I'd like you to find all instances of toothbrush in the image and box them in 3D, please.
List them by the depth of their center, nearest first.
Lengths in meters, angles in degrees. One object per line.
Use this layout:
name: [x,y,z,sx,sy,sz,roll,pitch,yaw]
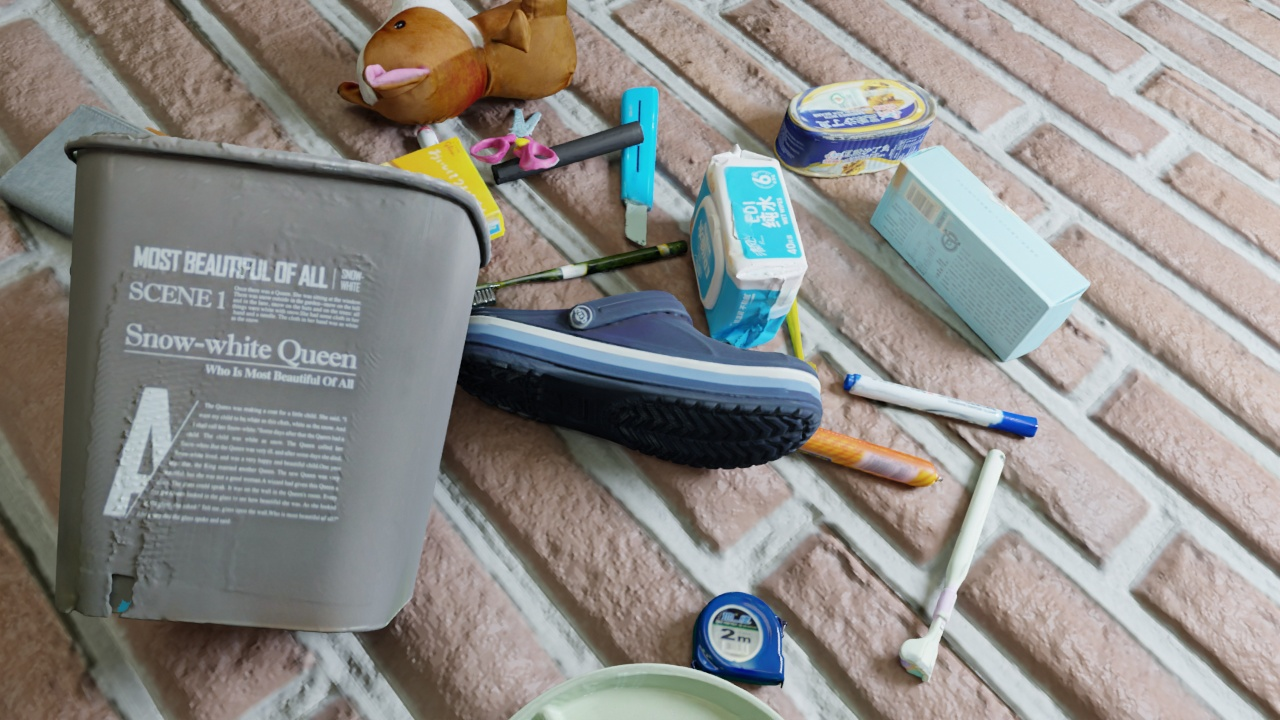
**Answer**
toothbrush: [0.216,0.130,0.621,0.029,0.020,0.189,47,55,-15]
toothbrush: [-0.046,-0.068,0.716,0.185,0.012,0.017,-15,66,-19]
toothbrush: [0.119,-0.054,0.730,0.015,0.017,0.189,2,56,-9]

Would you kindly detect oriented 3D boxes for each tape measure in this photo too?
tape measure: [0.060,0.171,0.562,0.058,0.025,0.054,11,53,-7]

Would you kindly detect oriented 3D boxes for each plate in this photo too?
plate: [0.005,0.274,0.463,0.230,0.028,0.229,6,63,-13]

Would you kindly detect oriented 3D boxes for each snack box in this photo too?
snack box: [-0.184,-0.109,0.695,0.140,0.034,0.087,-23,62,-15]
snack box: [0.269,-0.089,0.745,0.051,0.074,0.175,-25,64,-24]

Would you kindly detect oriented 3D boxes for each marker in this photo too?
marker: [0.225,0.033,0.689,0.146,0.017,0.016,14,55,0]
marker: [-0.155,-0.136,0.740,0.017,0.017,0.145,-15,60,-19]
marker: [-0.060,-0.174,0.768,0.132,0.022,0.020,-19,97,-11]

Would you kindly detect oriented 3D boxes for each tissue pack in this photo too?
tissue pack: [0.076,-0.085,0.700,0.063,0.090,0.139,-1,57,-11]

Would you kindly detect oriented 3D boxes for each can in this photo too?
can: [0.195,-0.212,0.831,0.148,0.049,0.074,-11,59,-17]

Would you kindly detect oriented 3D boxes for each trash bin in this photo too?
trash bin: [-0.192,0.019,0.492,0.199,0.199,0.219,6,82,-6]

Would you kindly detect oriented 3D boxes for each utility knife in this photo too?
utility knife: [-0.001,-0.170,0.789,0.034,0.018,0.185,5,57,-7]

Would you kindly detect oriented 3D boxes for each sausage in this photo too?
sausage: [0.135,0.061,0.652,0.165,0.021,0.021,17,55,2]

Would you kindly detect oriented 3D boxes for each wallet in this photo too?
wallet: [-0.389,-0.131,0.685,0.130,0.037,0.106,28,67,9]

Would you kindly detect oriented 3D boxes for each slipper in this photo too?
slipper: [-0.004,0.004,0.617,0.253,0.105,0.095,10,64,9]

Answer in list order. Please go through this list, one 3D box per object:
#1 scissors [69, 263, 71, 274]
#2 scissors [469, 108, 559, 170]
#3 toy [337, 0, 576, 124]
scissors: [-0.310,-0.065,0.643,0.162,0.012,0.175,5,71,-6]
scissors: [-0.110,-0.188,0.763,0.076,0.017,0.137,0,34,-12]
toy: [-0.152,-0.261,0.766,0.199,0.140,0.130,-30,103,-18]
